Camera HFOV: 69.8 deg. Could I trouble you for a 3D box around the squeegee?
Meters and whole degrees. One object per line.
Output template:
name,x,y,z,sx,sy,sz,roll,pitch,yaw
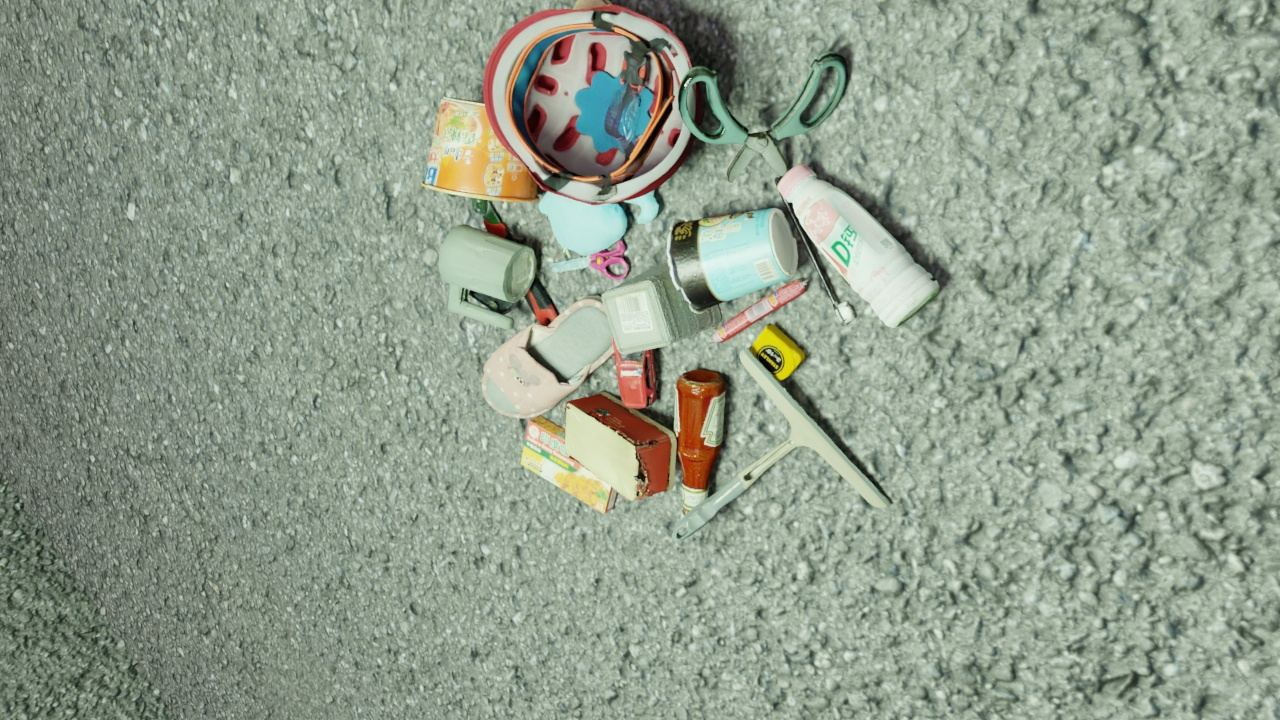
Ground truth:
squeegee,0.129,0.146,1.120,0.246,0.039,0.247,47,114,1

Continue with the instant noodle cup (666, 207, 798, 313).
instant noodle cup,0.107,-0.119,1.025,0.121,0.111,0.111,-12,99,29

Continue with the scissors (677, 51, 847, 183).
scissors,0.127,-0.265,0.939,0.170,0.173,0.019,-41,38,19

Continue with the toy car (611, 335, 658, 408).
toy car,-0.007,0.007,1.167,0.053,0.045,0.121,-1,115,15

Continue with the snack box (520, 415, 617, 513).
snack box,-0.099,0.147,1.306,0.156,0.026,0.077,27,119,25

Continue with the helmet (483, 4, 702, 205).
helmet,-0.041,-0.282,1.028,0.240,0.143,0.207,25,104,15

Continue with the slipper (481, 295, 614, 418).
slipper,-0.128,0.005,1.247,0.275,0.054,0.114,-33,97,36

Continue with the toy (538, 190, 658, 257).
toy,-0.054,-0.191,1.138,0.161,0.049,0.156,29,111,21

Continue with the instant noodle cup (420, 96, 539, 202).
instant noodle cup,-0.195,-0.266,1.155,0.151,0.151,0.111,18,108,29

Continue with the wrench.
wrench,-0.187,-0.153,1.265,0.056,0.016,0.273,-38,84,38

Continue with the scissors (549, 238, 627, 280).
scissors,-0.072,-0.132,1.195,0.135,0.017,0.063,0,107,39

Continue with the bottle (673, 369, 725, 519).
bottle,0.071,0.114,1.156,0.060,0.059,0.206,15,115,30

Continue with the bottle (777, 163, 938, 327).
bottle,0.222,-0.126,0.961,0.197,0.068,0.068,51,127,14

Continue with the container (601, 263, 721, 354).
container,0.022,-0.063,1.090,0.090,0.114,0.090,-12,100,38

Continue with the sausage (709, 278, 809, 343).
sausage,0.136,-0.057,1.073,0.156,0.020,0.020,-33,87,38

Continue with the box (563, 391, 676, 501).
box,-0.036,0.112,1.185,0.168,0.079,0.091,28,123,48

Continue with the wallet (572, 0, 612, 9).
wallet,-0.063,-0.376,1.096,0.087,0.024,0.115,45,127,7

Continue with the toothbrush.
toothbrush,0.191,-0.122,1.014,0.018,0.015,0.181,-26,91,32

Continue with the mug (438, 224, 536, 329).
mug,-0.206,-0.110,1.230,0.103,0.083,0.124,19,113,22

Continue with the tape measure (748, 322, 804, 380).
tape measure,0.158,-0.006,1.070,0.060,0.028,0.057,43,125,15

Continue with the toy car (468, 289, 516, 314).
toy car,-0.212,-0.093,1.290,0.090,0.042,0.034,31,149,26
